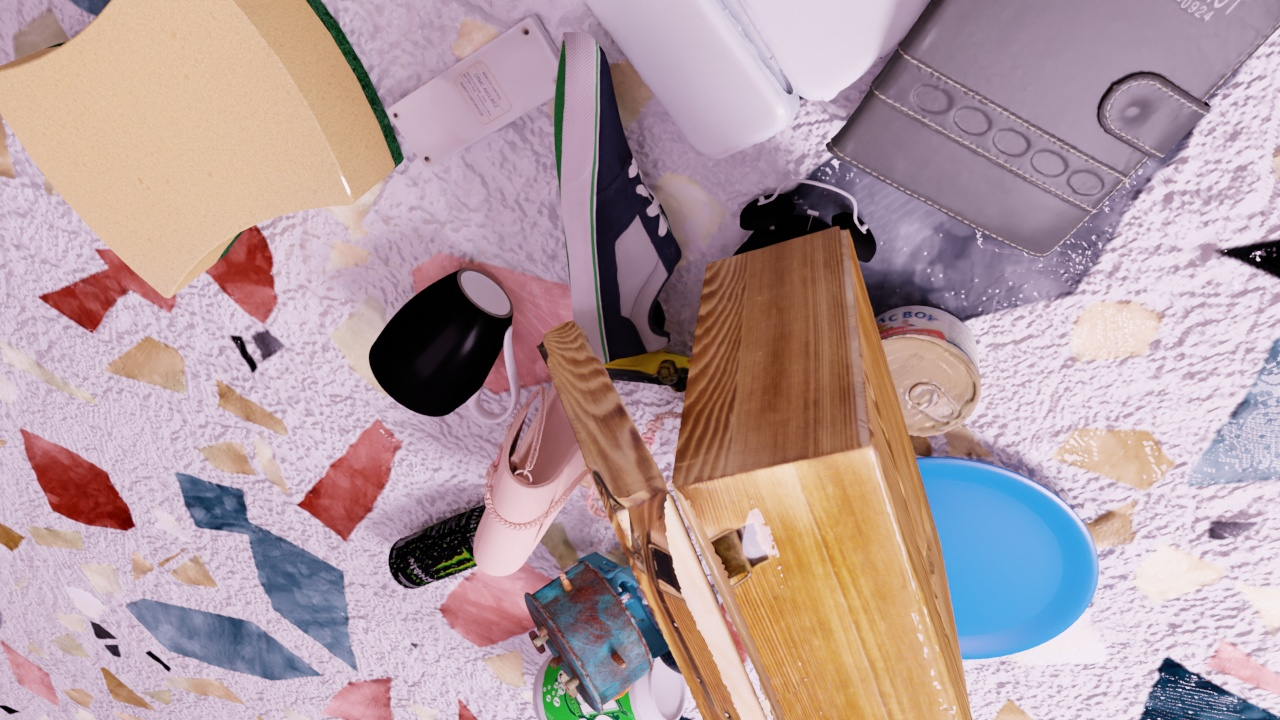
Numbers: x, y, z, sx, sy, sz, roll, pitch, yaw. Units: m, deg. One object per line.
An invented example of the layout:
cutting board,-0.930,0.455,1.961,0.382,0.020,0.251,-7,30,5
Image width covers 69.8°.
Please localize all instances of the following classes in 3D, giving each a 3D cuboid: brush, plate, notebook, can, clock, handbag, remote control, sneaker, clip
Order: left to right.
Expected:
brush,-0.320,-0.174,0.661,0.251,0.075,0.195,-18,117,29
can,-0.184,0.180,0.884,0.138,0.053,0.054,-25,113,32
remote control,-0.111,-0.180,0.625,0.136,0.011,0.050,-20,116,30
clock,-0.052,0.252,0.819,0.121,0.073,0.158,51,159,22
handbag,-0.032,0.115,0.725,0.187,0.116,0.199,27,139,1
can,-0.032,0.331,0.919,0.140,0.087,0.088,-16,118,28
sneaker,-0.014,-0.102,0.611,0.079,0.084,0.236,-6,128,-3
clip,-0.007,0.216,0.813,0.119,0.033,0.121,60,153,4
clock,0.106,-0.064,0.614,0.091,0.042,0.121,16,128,8
can,0.191,0.008,0.637,0.086,0.043,0.086,10,127,13
plate,0.243,0.158,0.739,0.224,0.024,0.225,9,127,13
notebook,0.230,-0.162,0.497,0.169,0.029,0.210,24,131,-12

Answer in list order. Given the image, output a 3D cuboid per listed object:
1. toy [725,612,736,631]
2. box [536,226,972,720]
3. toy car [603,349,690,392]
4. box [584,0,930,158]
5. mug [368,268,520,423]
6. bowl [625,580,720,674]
toy,0.133,0.241,0.819,0.115,0.046,0.092,6,151,29
box,0.064,0.118,0.551,0.221,0.258,0.279,-14,119,16
toy car,-0.004,0.004,0.702,0.107,0.049,0.030,5,82,14
box,0.040,-0.225,0.510,0.186,0.084,0.211,-22,116,37
mug,-0.136,-0.008,0.712,0.119,0.084,0.100,42,115,-6
bowl,0.037,0.224,0.827,0.110,0.055,0.110,41,143,40
